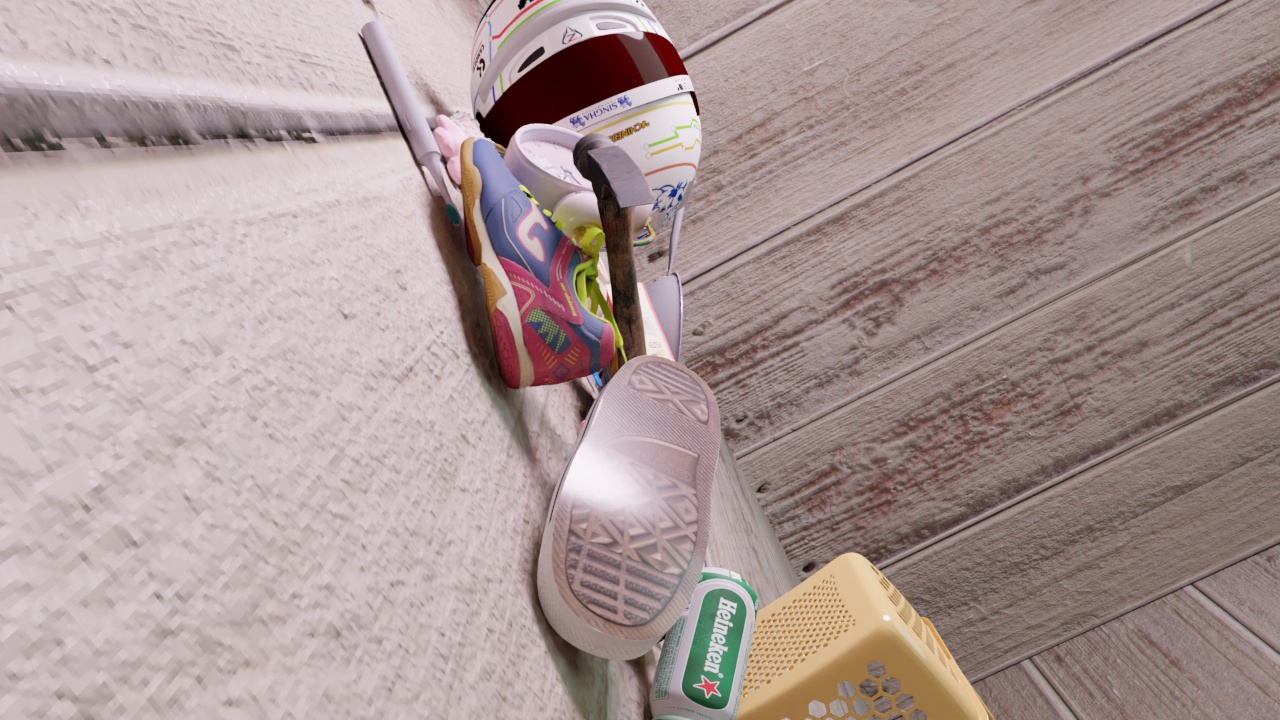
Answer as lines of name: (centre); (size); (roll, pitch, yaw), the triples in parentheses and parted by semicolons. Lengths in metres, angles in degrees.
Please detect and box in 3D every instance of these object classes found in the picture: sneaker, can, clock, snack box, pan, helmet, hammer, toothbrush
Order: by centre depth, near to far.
can: (0.040, 0.181, 0.566); (0.053, 0.053, 0.100); (58, 39, -41)
sneaker: (-0.016, 0.093, 0.568); (0.091, 0.097, 0.244); (27, 30, -8)
sneaker: (-0.076, -0.077, 0.666); (0.116, 0.091, 0.241); (94, -19, -50)
hammer: (-0.004, 0.004, 0.698); (0.120, 0.033, 0.331); (-119, -161, -58)
toothbrush: (-0.173, -0.181, 0.699); (0.188, 0.018, 0.019); (64, 11, 15)
clock: (-0.055, -0.137, 0.768); (0.158, 0.059, 0.116); (43, 37, 23)
snack box: (-0.006, 0.024, 0.851); (0.142, 0.040, 0.145); (-110, -160, -55)
helmet: (-0.049, -0.235, 0.969); (0.315, 0.231, 0.236); (96, -30, -81)
pan: (0.025, -0.077, 1.063); (0.201, 0.051, 0.356); (121, -26, -74)

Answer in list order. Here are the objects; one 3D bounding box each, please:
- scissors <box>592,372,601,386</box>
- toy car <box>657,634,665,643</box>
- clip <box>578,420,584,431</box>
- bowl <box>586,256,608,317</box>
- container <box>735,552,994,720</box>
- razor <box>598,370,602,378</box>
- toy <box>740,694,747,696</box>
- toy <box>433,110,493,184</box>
scissors: (-0.073, -0.027, 0.951); (0.125, 0.014, 0.130); (62, 8, 0)
toy car: (0.005, 0.163, 0.611); (0.042, 0.036, 0.092); (65, 6, 25)
clip: (-0.034, 0.074, 0.776); (0.060, 0.023, 0.045); (57, 6, -14)
bowl: (-0.077, -0.083, 0.831); (0.153, 0.076, 0.153); (61, 6, -11)
container: (0.131, 0.248, 0.618); (0.167, 0.183, 0.129); (54, 8, -16)
razor: (-0.009, 0.075, 0.986); (0.144, 0.021, 0.044); (62, -13, 4)
toy: (0.097, 0.312, 0.732); (0.094, 0.041, 0.095); (-66, 132, -78)
toy: (-0.152, -0.183, 0.821); (0.095, 0.041, 0.108); (64, 11, -5)
